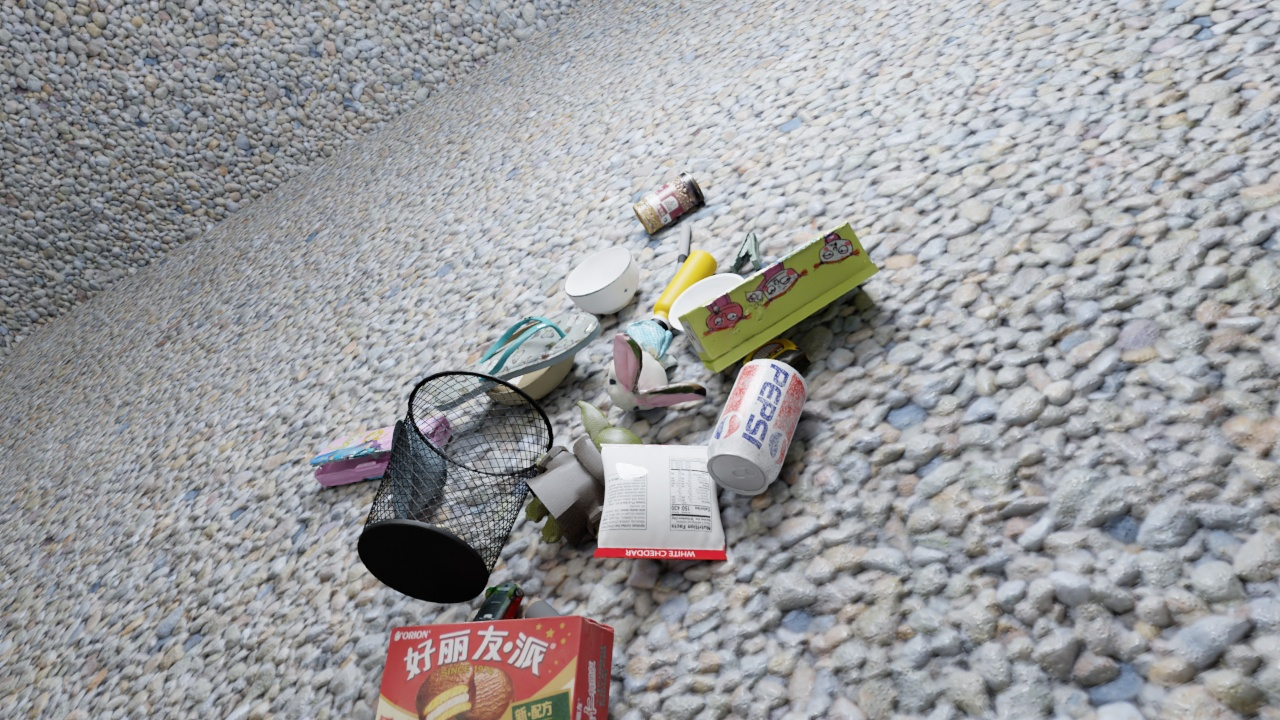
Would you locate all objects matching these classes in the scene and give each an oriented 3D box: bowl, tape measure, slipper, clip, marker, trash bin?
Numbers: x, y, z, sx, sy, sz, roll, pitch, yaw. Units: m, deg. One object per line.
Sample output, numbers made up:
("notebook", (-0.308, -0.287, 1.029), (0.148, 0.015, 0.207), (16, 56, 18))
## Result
("bowl", (0.096, -0.062, 1.199), (0.110, 0.040, 0.109), (-23, 34, 16))
("tape measure", (0.155, 0.006, 1.062), (0.065, 0.037, 0.064), (-40, 34, -14))
("slipper", (-0.182, -0.014, 1.267), (0.269, 0.055, 0.098), (-25, 31, 15))
("bowl", (-0.292, 0.145, 1.224), (0.057, 0.137, 0.137), (-1, 22, -26))
("clip", (0.153, -0.153, 1.290), (0.059, 0.023, 0.075), (-11, 40, 28))
("bowl", (-0.050, -0.111, 1.367), (0.114, 0.063, 0.113), (-23, 34, 16))
("marker", (0.065, -0.165, 1.384), (0.016, 0.016, 0.140), (-18, 35, 21))
("trash bin", (-0.215, 0.149, 1.053), (0.184, 0.184, 0.209), (-15, 37, 26))
("bowl", (-0.153, 0.011, 1.306), (0.152, 0.050, 0.152), (-22, 34, 16))

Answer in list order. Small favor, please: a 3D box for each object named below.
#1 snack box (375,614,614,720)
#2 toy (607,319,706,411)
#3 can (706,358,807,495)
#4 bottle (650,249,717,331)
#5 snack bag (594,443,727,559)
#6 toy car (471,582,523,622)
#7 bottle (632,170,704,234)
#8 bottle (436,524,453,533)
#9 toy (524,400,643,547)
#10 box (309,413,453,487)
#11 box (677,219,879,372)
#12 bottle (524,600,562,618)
("snack box", (-0.140, 0.308, 0.867), (0.237, 0.060, 0.113), (-12, 58, 29))
("toy", (-0.007, 0.007, 1.156), (0.106, 0.131, 0.205), (-50, 18, 12))
("can", (0.123, 0.069, 0.969), (0.078, 0.078, 0.135), (-5, 42, 36))
("bottle", (0.056, -0.091, 1.269), (0.043, 0.043, 0.143), (2, 46, 42))
("snack bag", (0.021, 0.142, 0.951), (0.131, 0.039, 0.143), (1, 46, -1))
("toy car", (-0.155, 0.275, 0.972), (0.042, 0.036, 0.091), (-9, 40, 33))
("bottle", (0.045, -0.255, 1.483), (0.105, 0.056, 0.056), (-33, 32, -1))
("bottle", (-0.283, 0.222, 1.146), (0.109, 0.044, 0.044), (-3, 43, 36))
("toy", (-0.058, 0.139, 1.029), (0.152, 0.078, 0.179), (-36, 57, -13))
("box", (-0.384, 0.128, 1.347), (0.231, 0.053, 0.084), (-13, 38, 29))
("box", (0.159, -0.074, 1.083), (0.221, 0.081, 0.124), (-29, 2, -3))
("bottle", (-0.075, 0.276, 0.909), (0.030, 0.030, 0.113), (-44, 34, -17))
